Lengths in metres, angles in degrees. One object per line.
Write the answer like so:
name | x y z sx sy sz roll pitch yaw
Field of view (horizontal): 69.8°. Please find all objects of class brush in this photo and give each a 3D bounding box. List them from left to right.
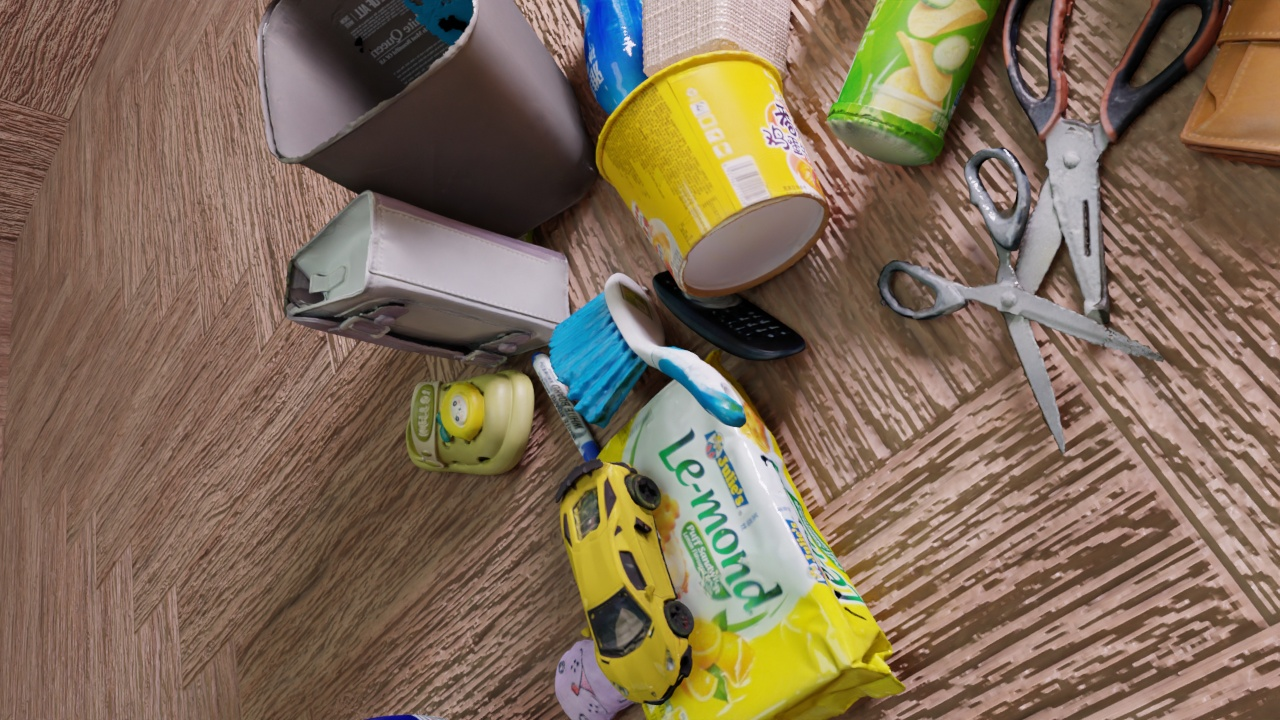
brush | -0.004 0.004 0.604 0.109 0.060 0.314 -48 20 13

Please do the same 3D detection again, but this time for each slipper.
slipper | -0.172 0.059 0.828 0.191 0.081 0.091 -14 72 46

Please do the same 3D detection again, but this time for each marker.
marker | -0.058 0.044 0.759 0.017 0.016 0.145 -52 48 23

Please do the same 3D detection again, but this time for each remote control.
remote control | 0.058 -0.028 0.636 0.136 0.053 0.024 39 133 45

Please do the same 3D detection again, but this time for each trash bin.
trash bin | -0.162 -0.218 0.762 0.199 0.219 0.198 -28 60 17

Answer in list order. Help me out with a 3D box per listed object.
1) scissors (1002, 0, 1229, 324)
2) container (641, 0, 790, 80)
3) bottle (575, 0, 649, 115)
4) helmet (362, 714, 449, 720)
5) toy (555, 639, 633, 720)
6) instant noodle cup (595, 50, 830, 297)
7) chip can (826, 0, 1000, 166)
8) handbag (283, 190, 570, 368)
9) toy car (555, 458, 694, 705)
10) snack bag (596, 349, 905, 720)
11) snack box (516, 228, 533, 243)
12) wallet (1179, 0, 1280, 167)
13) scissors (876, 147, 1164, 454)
scissors | 0.242 -0.131 0.496 0.222 0.015 0.189 -49 50 25
container | 0.055 -0.256 0.671 0.090 0.090 0.111 -6 78 45
bottle | -0.014 -0.257 0.759 0.065 0.065 0.218 -31 60 37
helmet | -0.149 0.381 0.596 0.315 0.240 0.248 39 146 51
toy | -0.021 0.227 0.657 0.108 0.038 0.083 -37 64 32
instant noodle cup | 0.054 -0.116 0.609 0.138 0.137 0.109 -39 63 32
chip can | 0.182 -0.226 0.542 0.072 0.072 0.221 29 101 46
handbag | -0.178 -0.054 0.777 0.145 0.196 0.098 -16 68 43
toy car | -0.012 0.135 0.572 0.071 0.041 0.155 -40 53 33
snack bag | 0.048 0.130 0.589 0.158 0.068 0.246 -46 50 28
snack box | -0.162 -0.122 0.902 0.157 0.026 0.085 -1 79 45
wallet | 0.322 -0.149 0.410 0.108 0.031 0.132 27 98 44
scissors | 0.197 -0.035 0.503 0.160 0.014 0.181 -16 71 53
